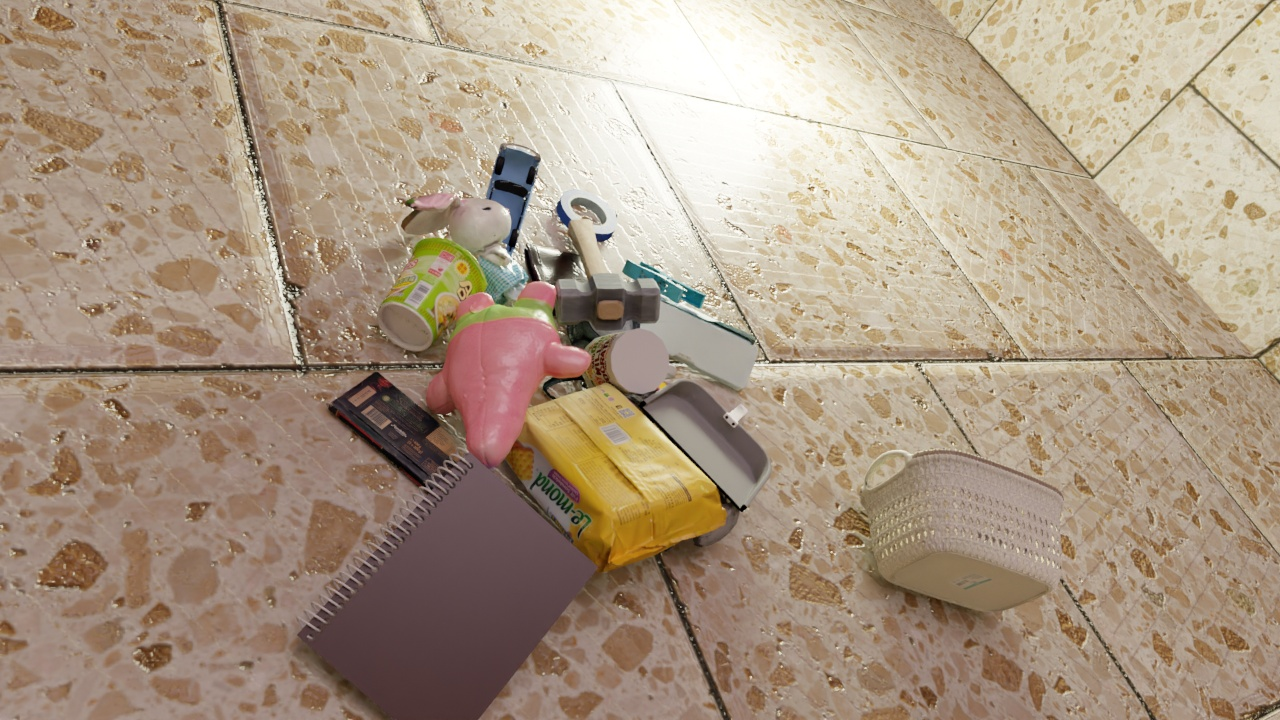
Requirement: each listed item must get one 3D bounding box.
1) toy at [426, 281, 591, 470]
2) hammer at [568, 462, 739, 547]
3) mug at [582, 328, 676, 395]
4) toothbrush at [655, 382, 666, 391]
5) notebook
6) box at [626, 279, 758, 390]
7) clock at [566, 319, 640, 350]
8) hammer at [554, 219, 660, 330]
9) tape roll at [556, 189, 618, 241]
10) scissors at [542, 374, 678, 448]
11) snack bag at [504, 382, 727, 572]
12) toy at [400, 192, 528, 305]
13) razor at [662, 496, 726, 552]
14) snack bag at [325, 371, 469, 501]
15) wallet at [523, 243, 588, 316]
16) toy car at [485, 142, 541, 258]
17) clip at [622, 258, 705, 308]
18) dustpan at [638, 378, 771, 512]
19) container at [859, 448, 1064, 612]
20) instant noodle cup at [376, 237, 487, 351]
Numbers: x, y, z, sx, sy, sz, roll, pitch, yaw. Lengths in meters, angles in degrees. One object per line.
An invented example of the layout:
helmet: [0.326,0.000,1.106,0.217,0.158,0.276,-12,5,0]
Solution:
toy: [-0.147,0.017,0.968,0.097,0.192,0.236,62,20,-44]
hammer: [-0.040,0.187,0.959,0.327,0.052,0.098,-16,42,-36]
mug: [-0.007,0.006,1.091,0.105,0.090,0.073,12,81,-25]
toothbrush: [0.012,0.018,1.181,0.021,0.016,0.135,8,36,-51]
notebook: [-0.166,0.206,0.804,0.171,0.022,0.208,42,65,-3]
box: [0.065,-0.041,1.276,0.197,0.075,0.125,25,22,-14]
clock: [-0.046,-0.032,1.163,0.090,0.052,0.129,11,63,-21]
hammer: [-0.060,-0.123,1.174,0.117,0.051,0.322,-1,25,-10]
tape roll: [-0.079,-0.215,1.360,0.093,0.016,0.091,25,41,-12]
scissors: [-0.010,0.070,1.124,0.201,0.015,0.204,-5,47,-38]
snack bag: [-0.032,0.113,0.967,0.159,0.068,0.247,-14,40,-34]
toy: [-0.186,-0.141,1.128,0.205,0.131,0.105,43,75,-5]
razor: [0.066,0.182,1.070,0.042,0.022,0.143,27,40,26]
snack bag: [-0.244,0.076,0.958,0.155,0.018,0.074,40,39,4]
wallet: [-0.101,-0.104,1.227,0.099,0.031,0.119,10,45,-32]
toy car: [-0.175,-0.206,1.200,0.056,0.153,0.055,16,6,-10]
clip: [0.019,-0.110,1.276,0.113,0.028,0.127,15,15,-46]
dustpan: [0.097,0.086,1.123,0.163,0.033,0.257,46,14,7]
container: [0.407,0.216,1.158,0.246,0.185,0.142,19,53,-16]
instant noodle cup: [-0.244,-0.071,1.050,0.099,0.099,0.107,32,47,-4]
